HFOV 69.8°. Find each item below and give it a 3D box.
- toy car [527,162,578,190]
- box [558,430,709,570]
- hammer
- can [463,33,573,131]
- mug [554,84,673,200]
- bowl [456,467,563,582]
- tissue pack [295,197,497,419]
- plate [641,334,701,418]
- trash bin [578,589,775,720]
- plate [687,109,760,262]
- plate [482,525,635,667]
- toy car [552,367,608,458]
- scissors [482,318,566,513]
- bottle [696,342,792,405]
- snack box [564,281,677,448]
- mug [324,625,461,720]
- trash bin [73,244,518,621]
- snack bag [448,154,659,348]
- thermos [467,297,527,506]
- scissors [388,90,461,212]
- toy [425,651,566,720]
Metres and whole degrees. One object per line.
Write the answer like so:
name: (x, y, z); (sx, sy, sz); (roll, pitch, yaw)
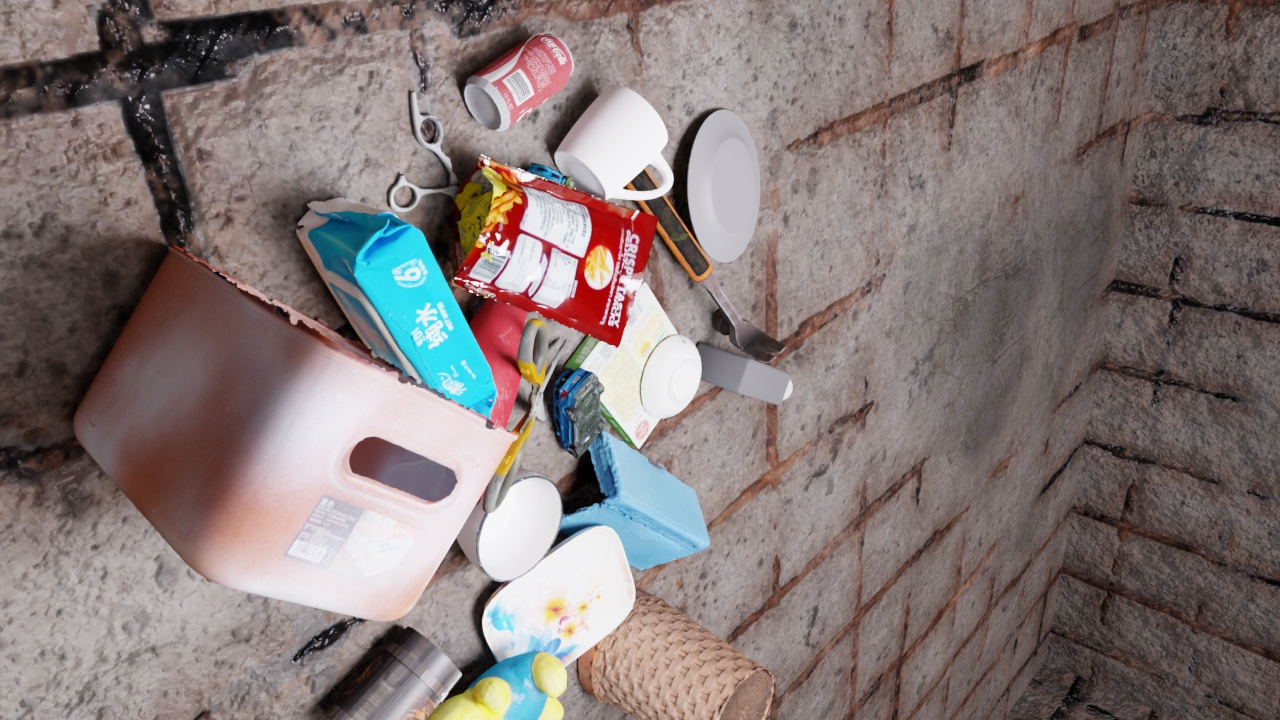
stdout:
toy car: (-0.074, -0.157, 0.905); (0.032, 0.048, 0.105); (-61, 142, -8)
box: (-0.019, 0.182, 1.127); (0.112, 0.094, 0.231); (-27, 145, 18)
hammer: (0.066, -0.111, 1.046); (0.035, 0.138, 0.314); (-43, 128, -4)
can: (-0.107, -0.250, 0.820); (0.096, 0.054, 0.054); (-45, 135, -28)
mug: (-0.020, -0.200, 0.910); (0.114, 0.081, 0.087); (45, 74, -16)
bowl: (-0.142, 0.161, 0.944); (0.116, 0.066, 0.116); (-24, 124, -42)
tissue pack: (-0.195, -0.037, 0.759); (0.065, 0.117, 0.209); (-43, 134, -24)
plate: (0.044, 0.022, 1.091); (0.104, 0.026, 0.104); (-24, 123, -44)
trash bin: (0.044, 0.399, 1.151); (0.150, 0.210, 0.151); (-22, 122, -42)
plate: (0.106, -0.206, 1.090); (0.178, 0.012, 0.178); (-12, 104, -55)
plate: (-0.093, 0.284, 1.066); (0.186, 0.016, 0.187); (-32, 133, -21)
toy car: (-0.068, 0.055, 0.998); (0.056, 0.043, 0.120); (-48, 155, -32)
scissors: (-0.109, 0.048, 0.886); (0.225, 0.016, 0.228); (93, 14, -68)
bottle: (0.147, 0.023, 1.212); (0.173, 0.084, 0.046); (17, 92, -52)
snack box: (-0.006, 0.006, 1.069); (0.131, 0.027, 0.168); (-54, 139, -18)
mug: (-0.240, 0.334, 0.908); (0.107, 0.080, 0.116); (-47, 164, -27)
trash bin: (-0.244, 0.049, 0.630); (0.181, 0.260, 0.157); (36, 81, -50)
snack bag: (-0.073, -0.099, 0.853); (0.207, 0.067, 0.139); (15, 85, -38)
thermos: (-0.150, 0.015, 0.869); (0.073, 0.073, 0.239); (29, 76, -51)
scissors: (-0.162, -0.165, 0.824); (0.141, 0.014, 0.147); (-11, 114, -44)
toy: (-0.175, 0.387, 0.970); (0.213, 0.084, 0.149); (-27, 148, -33)
